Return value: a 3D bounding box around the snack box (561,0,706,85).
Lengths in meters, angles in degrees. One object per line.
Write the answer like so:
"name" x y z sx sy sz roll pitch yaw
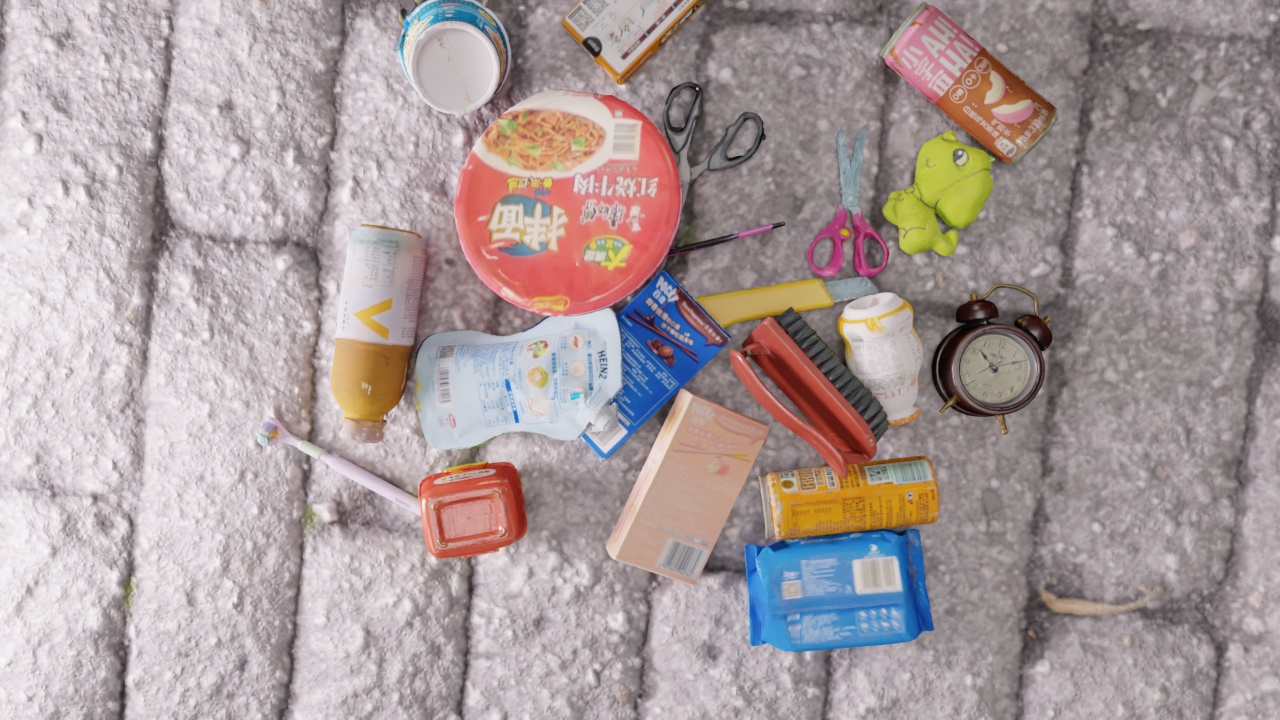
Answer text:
"snack box" 0.010 -0.322 0.802 0.154 0.026 0.075 -44 87 4

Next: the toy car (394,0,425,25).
"toy car" -0.205 -0.336 0.812 0.035 0.042 0.090 -30 90 -40

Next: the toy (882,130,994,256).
"toy" 0.258 -0.140 0.784 0.100 0.031 0.096 -26 89 9

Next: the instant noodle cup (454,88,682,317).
"instant noodle cup" -0.056 -0.129 0.785 0.194 0.066 0.193 -1 84 10

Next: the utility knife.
"utility knife" 0.112 -0.049 0.805 0.193 0.015 0.033 -8 94 8

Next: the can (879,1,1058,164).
"can" 0.274 -0.231 0.766 0.147 0.058 0.058 41 94 3

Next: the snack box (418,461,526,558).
"snack box" -0.146 0.133 0.795 0.091 0.080 0.082 -10 91 -7

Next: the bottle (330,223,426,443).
"bottle" -0.234 -0.023 0.810 0.068 0.068 0.189 9 92 4

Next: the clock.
"clock" 0.297 -0.005 0.772 0.082 0.055 0.122 19 91 4

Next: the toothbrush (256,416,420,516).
"toothbrush" -0.263 0.104 0.840 0.189 0.021 0.029 27 105 2

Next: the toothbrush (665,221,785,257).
"toothbrush" 0.034 -0.099 0.806 0.189 0.014 0.017 -14 84 9

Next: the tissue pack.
"tissue pack" 0.168 0.197 0.791 0.157 0.052 0.095 -7 89 5

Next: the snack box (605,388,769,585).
"snack box" 0.041 0.111 0.796 0.084 0.026 0.157 24 94 -22

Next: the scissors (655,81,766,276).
"scissors" 0.039 -0.164 0.813 0.159 0.014 0.170 -17 92 9

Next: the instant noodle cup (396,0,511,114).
"instant noodle cup" -0.154 -0.248 0.760 0.099 0.110 0.099 -4 116 -9

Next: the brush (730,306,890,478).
"brush" 0.143 0.030 0.774 0.069 0.063 0.146 -40 84 -21

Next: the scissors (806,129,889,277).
"scissors" 0.192 -0.137 0.799 0.077 0.017 0.137 12 89 5

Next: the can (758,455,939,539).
"can" 0.177 0.118 0.785 0.146 0.058 0.058 -7 91 5

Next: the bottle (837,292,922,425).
"bottle" 0.207 0.000 0.777 0.063 0.063 0.108 -17 104 5

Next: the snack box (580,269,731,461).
"snack box" -0.005 0.005 0.804 0.157 0.026 0.084 -44 88 12

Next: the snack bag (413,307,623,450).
"snack bag" -0.104 0.018 0.796 0.191 0.039 0.110 -7 77 18
